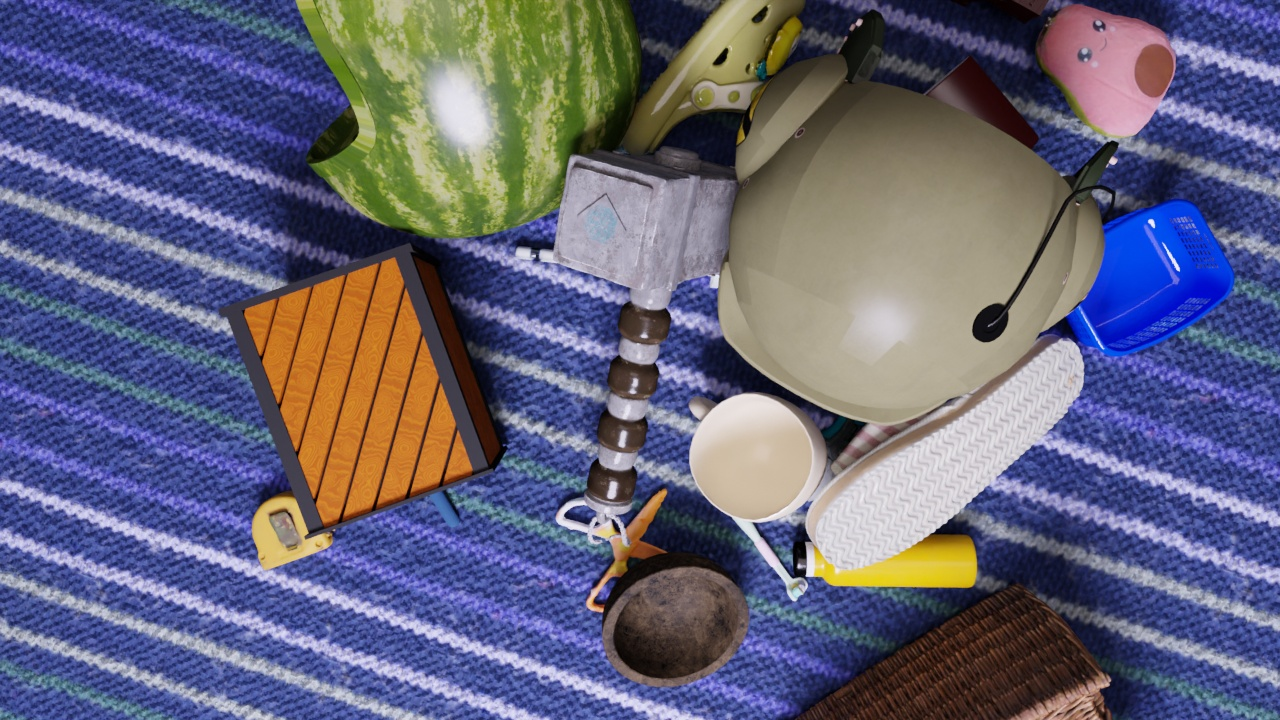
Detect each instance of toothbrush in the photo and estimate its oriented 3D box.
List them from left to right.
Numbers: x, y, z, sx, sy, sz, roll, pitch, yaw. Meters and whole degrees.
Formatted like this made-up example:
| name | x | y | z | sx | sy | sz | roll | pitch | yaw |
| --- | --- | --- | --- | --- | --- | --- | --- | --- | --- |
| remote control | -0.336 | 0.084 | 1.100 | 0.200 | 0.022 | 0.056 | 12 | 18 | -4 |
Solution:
| name | x | y | z | sx | sy | sz | roll | pitch | yaw |
| --- | --- | --- | --- | --- | --- | --- | --- | --- | --- |
| toothbrush | -0.202 | 0.072 | 0.792 | 0.014 | 0.014 | 0.167 | -31 | 93 | -2 |
| toothbrush | -0.013 | -0.077 | 0.767 | 0.187 | 0.012 | 0.017 | 7 | 99 | 3 |
| toothbrush | 0.091 | 0.139 | 0.780 | 0.022 | 0.015 | 0.155 | -39 | 93 | -29 |

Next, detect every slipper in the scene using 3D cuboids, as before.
| name | x | y | z | sx | sy | sz | roll | pitch | yaw |
| --- | --- | --- | --- | --- | --- | --- | --- | --- | --- |
| slipper | 0.066 | -0.221 | 0.712 | 0.081 | 0.091 | 0.191 | 44 | 100 | -4 |
| slipper | 0.237 | 0.064 | 0.730 | 0.262 | 0.052 | 0.115 | -34 | 125 | -7 |

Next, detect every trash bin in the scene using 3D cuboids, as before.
| name | x | y | z | sx | sy | sz | roll | pitch | yaw |
| --- | --- | --- | --- | --- | --- | --- | --- | --- | --- |
| trash bin | -0.203 | 0.020 | 0.712 | 0.139 | 0.140 | 0.172 | -20 | 93 | -3 |

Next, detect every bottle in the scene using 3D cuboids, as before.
| name | x | y | z | sx | sy | sz | roll | pitch | yaw |
| --- | --- | --- | --- | --- | --- | --- | --- | --- | --- |
| bottle | 0.200 | 0.166 | 0.763 | 0.144 | 0.043 | 0.043 | 0 | 95 | 3 |

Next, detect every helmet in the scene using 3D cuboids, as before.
| name | x | y | z | sx | sy | sz | roll | pitch | yaw |
| --- | --- | --- | --- | --- | --- | --- | --- | --- | --- |
| helmet | -0.120 | -0.209 | 0.654 | 0.243 | 0.213 | 0.248 | -3 | 123 | -10 |
| helmet | 0.165 | -0.078 | 0.624 | 0.250 | 0.255 | 0.233 | 29 | 93 | 1 |

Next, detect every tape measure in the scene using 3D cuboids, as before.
| name | x | y | z | sx | sy | sz | roll | pitch | yaw |
| --- | --- | --- | --- | --- | --- | --- | --- | --- | --- |
| tape measure | -0.304 | 0.144 | 0.796 | 0.068 | 0.030 | 0.059 | -19 | 96 | 4 |

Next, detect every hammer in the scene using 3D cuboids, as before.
| name | x | y | z | sx | sy | sz | roll | pitch | yaw |
| --- | --- | --- | --- | --- | --- | --- | --- | --- | --- |
| hammer | -0.004 | 0.004 | 0.695 | 0.079 | 0.176 | 0.327 | 21 | 110 | 25 |

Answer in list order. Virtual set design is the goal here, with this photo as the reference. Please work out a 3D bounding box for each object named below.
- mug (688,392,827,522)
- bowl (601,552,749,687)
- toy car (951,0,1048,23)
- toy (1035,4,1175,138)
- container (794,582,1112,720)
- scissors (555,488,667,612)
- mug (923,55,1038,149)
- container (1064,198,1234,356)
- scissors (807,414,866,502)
| name | x | y | z | sx | sy | sz | roll | pitch | yaw |
| --- | --- | --- | --- | --- | --- | --- | --- | --- | --- |
| mug | 0.090 | 0.069 | 0.733 | 0.120 | 0.099 | 0.096 | 41 | 99 | 19 |
| bowl | 0.024 | 0.206 | 0.765 | 0.121 | 0.056 | 0.121 | -4 | 115 | -10 |
| toy car | 0.238 | -0.324 | 0.703 | 0.170 | 0.062 | 0.070 | 29 | 96 | 0 |
| toy | 0.356 | -0.228 | 0.711 | 0.110 | 0.051 | 0.090 | 29 | 95 | 1 |
| container | 0.267 | 0.335 | 0.721 | 0.250 | 0.162 | 0.183 | -35 | 96 | 7 |
| scissors | -0.018 | 0.158 | 0.790 | 0.131 | 0.011 | 0.125 | 35 | 96 | -4 |
| mug | 0.241 | -0.170 | 0.719 | 0.106 | 0.073 | 0.082 | -40 | 92 | 31 |
| container | 0.386 | -0.065 | 0.722 | 0.114 | 0.058 | 0.096 | -31 | 93 | 6 |
| scissors | 0.177 | 0.050 | 0.766 | 0.133 | 0.019 | 0.146 | -19 | 96 | 7 |
